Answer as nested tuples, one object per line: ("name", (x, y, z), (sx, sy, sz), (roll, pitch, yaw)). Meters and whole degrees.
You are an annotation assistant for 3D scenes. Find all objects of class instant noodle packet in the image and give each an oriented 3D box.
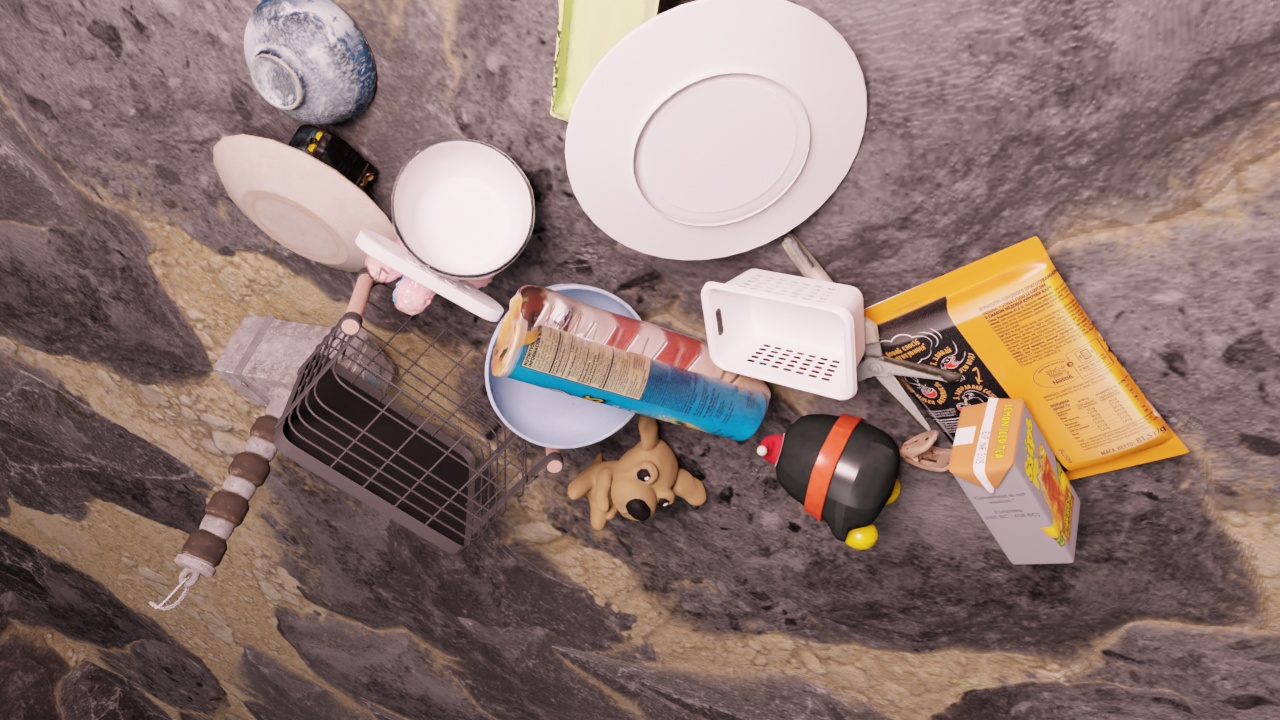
("instant noodle packet", (0.288, 0.017, 0.710), (0.221, 0.032, 0.160), (47, 137, -17))

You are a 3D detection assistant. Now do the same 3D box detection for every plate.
("plate", (-0.313, -0.133, 0.852), (0.189, 0.027, 0.189), (19, 154, 9))
("plate", (0.054, -0.144, 0.623), (0.208, 0.015, 0.209), (-7, 138, -6))

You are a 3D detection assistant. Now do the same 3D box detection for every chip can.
("chip can", (-0.005, 0.004, 0.768), (0.229, 0.079, 0.080), (17, 140, -20))

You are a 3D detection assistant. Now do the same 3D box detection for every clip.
("clip", (0.248, 0.082, 0.787), (0.041, 0.024, 0.061), (43, 165, 4))

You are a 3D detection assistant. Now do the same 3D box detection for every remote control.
("remote control", (-0.178, -0.072, 0.781), (0.136, 0.043, 0.013), (30, 101, -19))

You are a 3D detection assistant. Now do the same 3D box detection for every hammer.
("hammer", (-0.399, 0.105, 0.948), (0.177, 0.325, 0.079), (8, 150, 22))

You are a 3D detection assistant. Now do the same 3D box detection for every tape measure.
("tape measure", (-0.282, -0.179, 0.816), (0.063, 0.038, 0.067), (16, 164, 29))

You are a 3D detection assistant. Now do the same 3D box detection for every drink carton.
("drink carton", (0.289, 0.095, 0.706), (0.049, 0.076, 0.125), (-13, 127, 41))

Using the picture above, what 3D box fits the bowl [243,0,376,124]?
("bowl", (-0.284, -0.242, 0.756), (0.114, 0.060, 0.115), (15, 134, 16))

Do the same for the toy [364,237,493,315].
("toy", (-0.190, -0.094, 0.820), (0.108, 0.105, 0.053), (50, 171, -17))

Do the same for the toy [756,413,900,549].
("toy", (0.166, 0.092, 0.803), (0.119, 0.097, 0.100), (22, 137, 22))

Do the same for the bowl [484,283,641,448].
("bowl", (-0.069, -0.004, 0.829), (0.150, 0.074, 0.151), (-5, 111, -13))

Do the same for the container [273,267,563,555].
("container", (-0.205, 0.048, 0.867), (0.241, 0.162, 0.130), (38, 108, -24))

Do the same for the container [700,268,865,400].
("container", (0.116, -0.026, 0.716), (0.129, 0.049, 0.081), (15, 131, 35))

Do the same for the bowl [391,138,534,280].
("bowl", (-0.148, -0.120, 0.765), (0.116, 0.116, 0.066), (37, 169, -8))

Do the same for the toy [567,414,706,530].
("toy", (-0.011, 0.120, 0.925), (0.108, 0.105, 0.134), (-17, 124, 25))

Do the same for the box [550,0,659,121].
("box", (-0.011, -0.227, 0.627), (0.130, 0.064, 0.188), (56, 150, 37))

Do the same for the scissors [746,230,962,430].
("scissors", (0.156, -0.023, 0.736), (0.199, 0.015, 0.179), (5, 125, 40))
